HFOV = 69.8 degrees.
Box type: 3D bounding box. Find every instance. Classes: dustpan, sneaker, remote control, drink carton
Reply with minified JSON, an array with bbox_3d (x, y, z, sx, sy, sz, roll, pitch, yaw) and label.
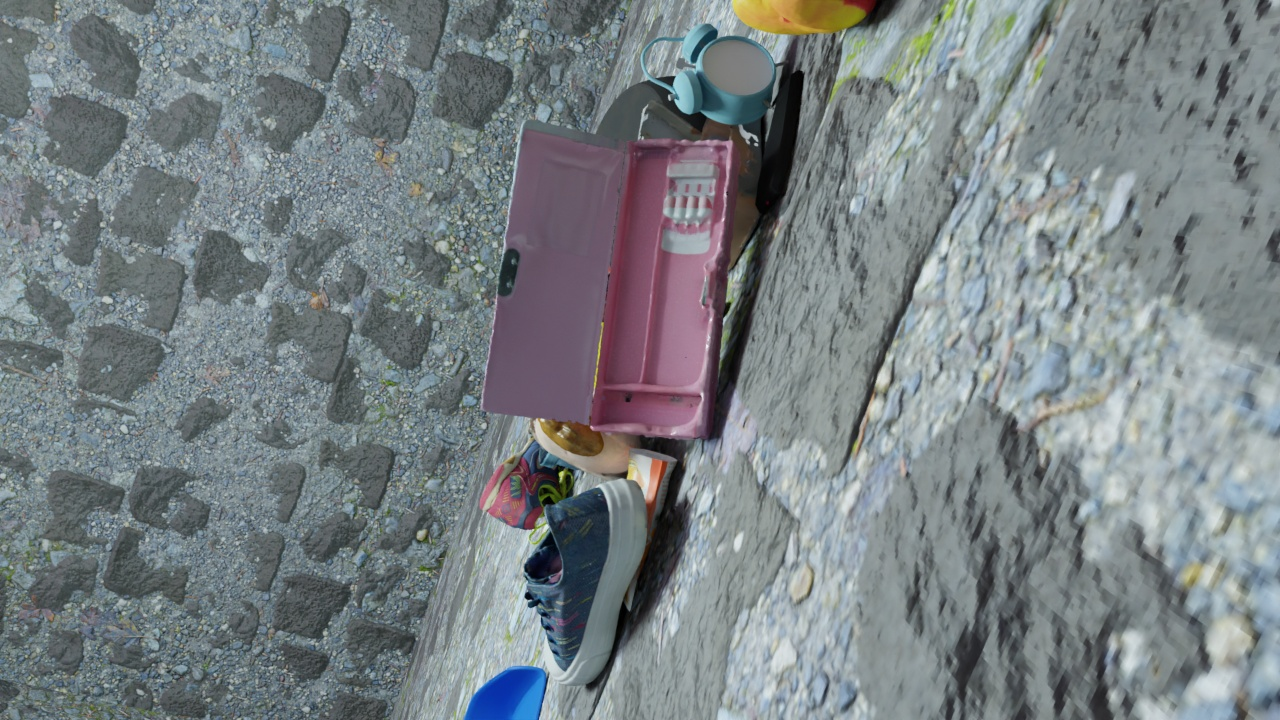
[{"bbox_3d":[-0.183,0.468,1.013,0.258,0.059,0.245,128,157,-63],"label":"dustpan"},{"bbox_3d":[-0.132,0.166,1.211,0.116,0.091,0.241,-63,-6,15],"label":"sneaker"},{"bbox_3d":[0.110,-0.175,0.723,0.039,0.010,0.124,131,155,-63],"label":"remote control"},{"bbox_3d":[-0.003,0.136,0.742,0.069,0.039,0.122,-165,87,-78],"label":"drink carton"},{"bbox_3d":[-0.059,0.180,0.735,0.087,0.079,0.236,-108,26,-44],"label":"sneaker"}]

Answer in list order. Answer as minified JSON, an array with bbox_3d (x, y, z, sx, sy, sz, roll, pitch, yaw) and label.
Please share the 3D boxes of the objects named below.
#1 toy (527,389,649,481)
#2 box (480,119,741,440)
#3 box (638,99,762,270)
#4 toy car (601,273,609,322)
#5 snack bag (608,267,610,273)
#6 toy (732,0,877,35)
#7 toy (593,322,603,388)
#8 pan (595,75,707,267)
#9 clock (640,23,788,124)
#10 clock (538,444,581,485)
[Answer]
[{"bbox_3d":[-0.048,0.056,0.796,0.076,0.133,0.176,-64,-7,-4],"label":"toy"},{"bbox_3d":[-0.019,-0.061,0.699,0.059,0.179,0.232,77,-159,-80],"label":"box"},{"bbox_3d":[0.061,-0.175,0.810,0.108,0.094,0.215,-31,34,31],"label":"box"},{"bbox_3d":[-0.068,-0.044,1.123,0.188,0.056,0.082,-47,4,-38],"label":"toy car"},{"bbox_3d":[-0.007,-0.150,1.179,0.156,0.044,0.087,131,150,-52],"label":"snack bag"},{"bbox_3d":[0.138,-0.326,0.611,0.147,0.098,0.216,-132,59,-65],"label":"toy"},{"bbox_3d":[-0.041,0.002,1.054,0.096,0.041,0.094,94,177,-66],"label":"toy"},{"bbox_3d":[-0.035,-0.182,1.062,0.357,0.043,0.248,-31,59,55],"label":"pan"},{"bbox_3d":[0.060,-0.244,0.783,0.042,0.123,0.087,108,176,-67],"label":"clock"},{"bbox_3d":[-0.079,0.064,1.127,0.118,0.060,0.161,127,158,-57],"label":"clock"}]
